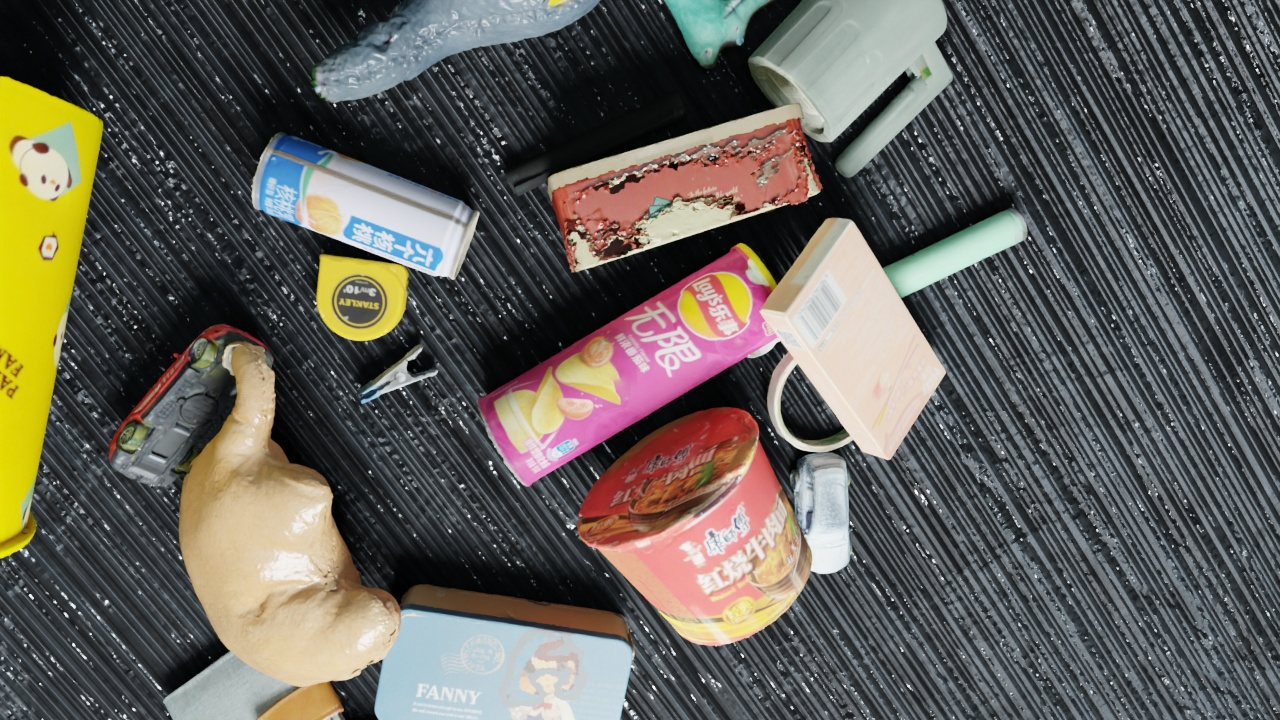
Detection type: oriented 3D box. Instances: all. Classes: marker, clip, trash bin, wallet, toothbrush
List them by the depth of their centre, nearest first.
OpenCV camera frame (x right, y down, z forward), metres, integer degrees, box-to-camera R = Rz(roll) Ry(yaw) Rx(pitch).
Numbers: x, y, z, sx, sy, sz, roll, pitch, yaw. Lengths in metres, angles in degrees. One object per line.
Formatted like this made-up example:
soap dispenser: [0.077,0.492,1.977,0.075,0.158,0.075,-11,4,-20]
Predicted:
trash bin: [-0.430,-0.042,0.502,0.229,0.230,0.255,16,89,-8]
wallet: [-0.252,0.257,0.625,0.106,0.037,0.129,-37,76,0]
marker: [-0.030,-0.148,0.626,0.132,0.022,0.020,-25,136,-3]
clip: [-0.169,0.011,0.630,0.057,0.024,0.029,-28,103,-7]
toothbrush: [0.175,-0.052,0.660,0.224,0.027,0.026,-26,103,-3]

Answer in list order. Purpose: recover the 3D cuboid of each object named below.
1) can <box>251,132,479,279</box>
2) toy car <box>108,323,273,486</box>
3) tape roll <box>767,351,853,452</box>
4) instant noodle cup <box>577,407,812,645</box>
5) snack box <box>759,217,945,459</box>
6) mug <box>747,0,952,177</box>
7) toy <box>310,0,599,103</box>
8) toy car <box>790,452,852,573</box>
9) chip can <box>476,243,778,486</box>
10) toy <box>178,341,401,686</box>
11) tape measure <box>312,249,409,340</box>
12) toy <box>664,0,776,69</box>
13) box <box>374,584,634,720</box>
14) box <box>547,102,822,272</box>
can: [-0.177,-0.099,0.599,0.134,0.053,0.053,20,94,-9]
toy car: [-0.296,0.026,0.602,0.120,0.045,0.053,-46,137,2]
tape roll: [0.133,0.024,0.661,0.085,0.014,0.086,-5,108,-17]
instant noodle cup: [0.042,0.114,0.620,0.138,0.138,0.108,-35,109,-1]
snack box: [0.148,-0.012,0.622,0.084,0.026,0.157,-52,124,-17]
mug: [0.147,-0.197,0.618,0.103,0.083,0.124,-45,125,1]
toy: [-0.063,-0.283,0.572,0.138,0.091,0.356,37,90,2]
toy car: [0.135,0.113,0.674,0.043,0.034,0.090,-4,99,-10]
chip can: [-0.004,0.004,0.624,0.210,0.071,0.071,-31,100,-2]
toy: [-0.239,0.104,0.583,0.144,0.082,0.226,-19,100,22]
tape measure: [-0.187,-0.042,0.618,0.060,0.029,0.057,7,96,-8]
toy: [0.043,-0.247,0.618,0.096,0.030,0.092,-27,104,1]
box: [-0.100,0.214,0.647,0.184,0.059,0.090,8,96,-9]
box: [0.029,-0.104,0.603,0.168,0.091,0.077,-18,96,-4]
